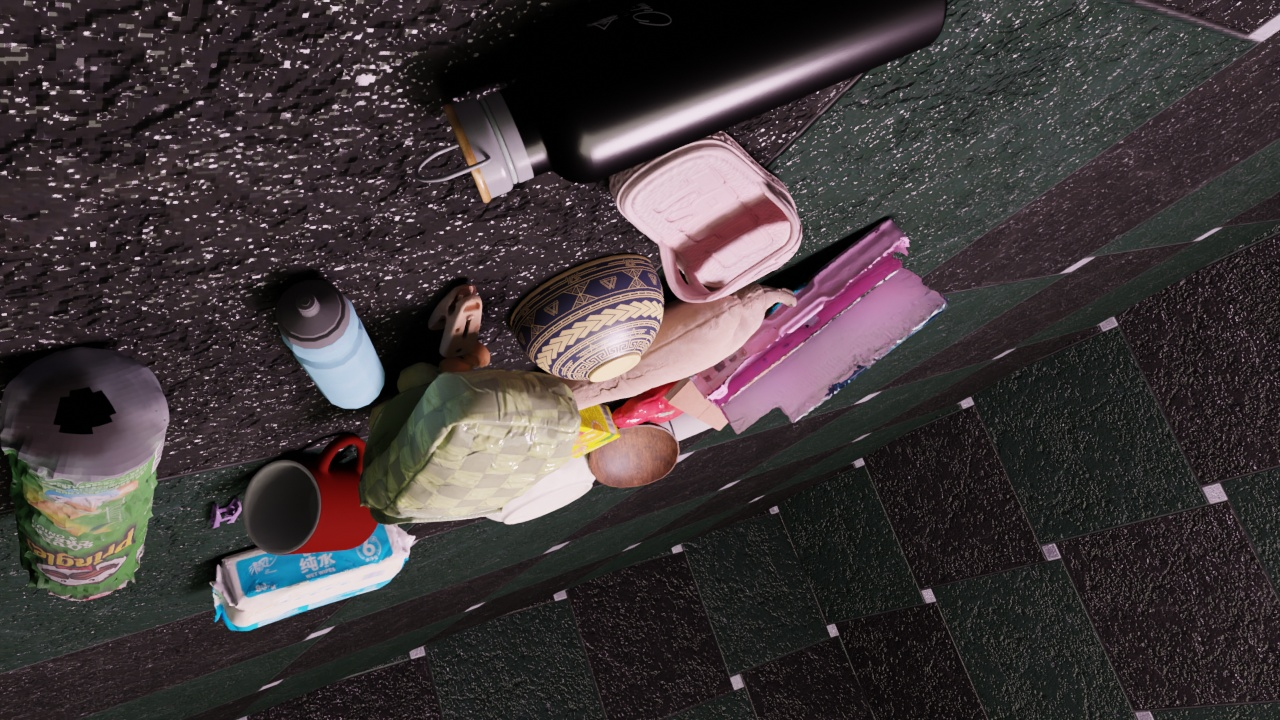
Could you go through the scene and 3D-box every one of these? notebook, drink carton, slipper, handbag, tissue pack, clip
[{"bbox_3d":[0.105,0.008,0.960,0.141,0.008,0.209,-46,159,5],"label":"notebook"},{"bbox_3d":[-0.072,0.068,0.925,0.059,0.043,0.134,-27,164,11],"label":"drink carton"},{"bbox_3d":[0.056,-0.080,0.595,0.094,0.064,0.239,-29,163,14],"label":"slipper"},{"bbox_3d":[-0.121,0.044,0.642,0.113,0.116,0.187,2,152,-35],"label":"handbag"},{"bbox_3d":[-0.341,0.223,0.970,0.209,0.066,0.117,-11,159,-29],"label":"tissue pack"},{"bbox_3d":[-0.348,0.128,0.761,0.036,0.013,0.053,-17,166,-21],"label":"clip"},{"bbox_3d":[-0.118,-0.033,0.584,0.024,0.043,0.061,-14,149,-35],"label":"clip"}]

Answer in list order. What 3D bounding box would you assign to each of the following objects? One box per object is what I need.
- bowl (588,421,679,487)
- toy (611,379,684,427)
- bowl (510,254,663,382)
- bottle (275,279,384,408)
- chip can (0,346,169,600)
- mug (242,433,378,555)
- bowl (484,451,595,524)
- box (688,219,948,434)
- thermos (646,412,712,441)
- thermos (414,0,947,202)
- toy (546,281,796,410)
[{"bbox_3d":[-0.009,0.099,1.032,0.102,0.026,0.114,-6,138,-7],"label":"bowl"},{"bbox_3d":[0.032,0.036,0.969,0.135,0.045,0.092,-25,164,-22],"label":"toy"},{"bbox_3d":[-0.030,-0.020,0.662,0.112,0.061,0.112,-23,165,-7],"label":"bowl"},{"bbox_3d":[-0.175,-0.008,0.522,0.040,0.040,0.130,-21,164,-13],"label":"bottle"},{"bbox_3d":[-0.313,0.073,0.518,0.075,0.075,0.224,-13,161,-36],"label":"chip can"},{"bbox_3d":[-0.254,0.105,0.740,0.106,0.073,0.082,-56,161,3],"label":"mug"},{"bbox_3d":[-0.118,0.141,1.066,0.189,0.060,0.218,-35,162,34],"label":"bowl"},{"bbox_3d":[0.166,-0.015,0.840,0.230,0.096,0.085,-38,161,6],"label":"box"},{"bbox_3d":[0.092,0.048,1.089,0.224,0.052,0.052,-22,164,-10],"label":"thermos"},{"bbox_3d":[0.012,-0.122,0.391,0.231,0.061,0.061,-23,165,-6],"label":"thermos"},{"bbox_3d":[-0.005,0.005,0.792,0.265,0.065,0.195,-29,169,33],"label":"toy"}]
